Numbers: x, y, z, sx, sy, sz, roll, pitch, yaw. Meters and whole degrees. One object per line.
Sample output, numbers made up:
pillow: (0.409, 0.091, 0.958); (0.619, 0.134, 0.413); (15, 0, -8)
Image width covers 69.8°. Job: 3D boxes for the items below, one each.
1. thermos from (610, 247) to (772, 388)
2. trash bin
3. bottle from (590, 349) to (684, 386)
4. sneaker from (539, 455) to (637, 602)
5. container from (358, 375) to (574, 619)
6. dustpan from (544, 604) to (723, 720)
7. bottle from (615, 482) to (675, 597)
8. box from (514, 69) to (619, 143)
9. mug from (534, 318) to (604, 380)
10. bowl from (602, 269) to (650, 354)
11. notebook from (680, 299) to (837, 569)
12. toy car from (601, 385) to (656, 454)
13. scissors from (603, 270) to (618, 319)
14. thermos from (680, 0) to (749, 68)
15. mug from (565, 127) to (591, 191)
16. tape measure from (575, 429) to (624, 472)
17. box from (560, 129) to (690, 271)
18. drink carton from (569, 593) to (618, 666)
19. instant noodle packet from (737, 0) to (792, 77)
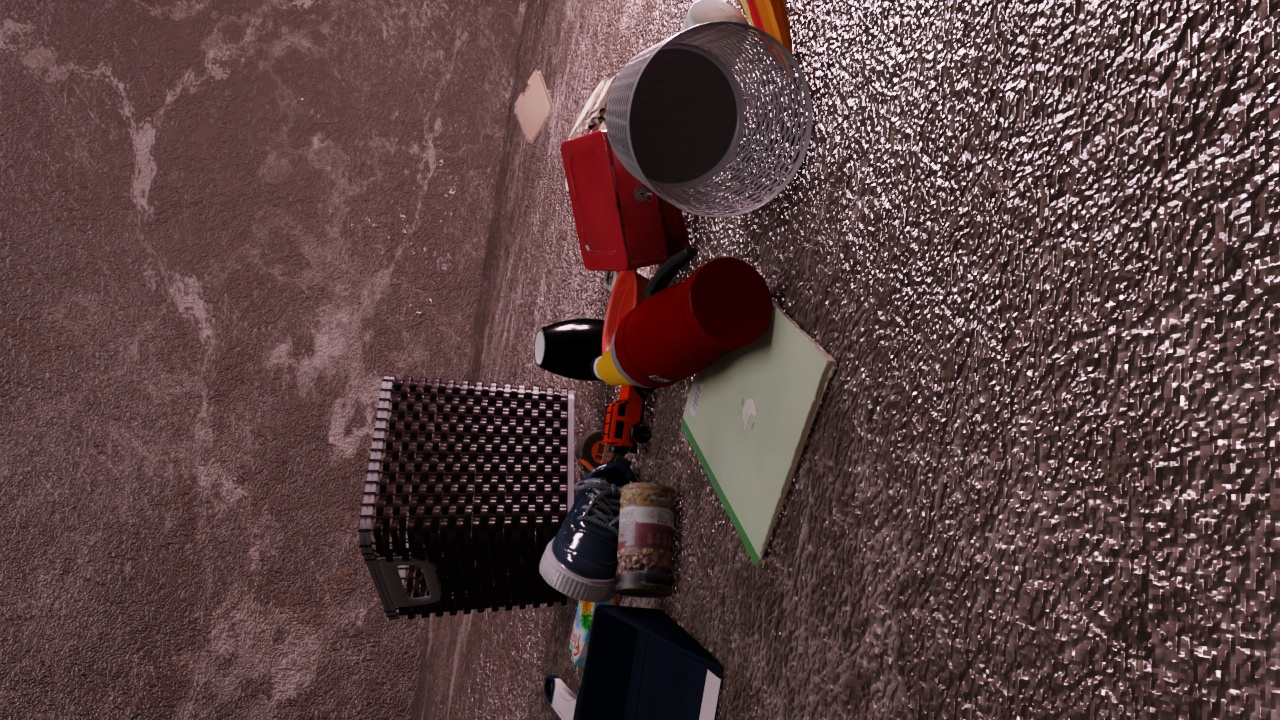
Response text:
thermos: (0.038, -0.041, 0.840); (0.199, 0.083, 0.108); (151, 111, -66)
trash bin: (0.050, -0.220, 0.839); (0.183, 0.156, 0.156); (-124, 46, -71)
bottle: (-0.006, 0.006, 1.006); (0.144, 0.043, 0.043); (-4, 75, 55)
sneaker: (-0.042, 0.172, 0.979); (0.235, 0.089, 0.087); (-71, 3, -73)
container: (-0.210, 0.181, 1.208); (0.248, 0.243, 0.245); (95, 173, -52)
dustpan: (-0.027, 0.358, 0.871); (0.273, 0.080, 0.236); (-176, 96, -73)
bottle: (0.005, 0.179, 0.913); (0.056, 0.056, 0.105); (133, 144, -61)
box: (-0.078, -0.302, 1.172); (0.105, 0.187, 0.143); (-8, 51, 57)
mug: (-0.095, -0.020, 1.260); (0.119, 0.100, 0.085); (-142, 57, -64)
bowl: (-0.006, -0.049, 1.107); (0.130, 0.045, 0.130); (-170, 91, -74)
notebook: (0.090, 0.034, 0.802); (0.252, 0.010, 0.182); (-118, 41, -65)
toy car: (-0.014, 0.058, 1.063); (0.051, 0.048, 0.100); (163, 116, -72)
scissors: (-0.035, -0.085, 1.285); (0.157, 0.012, 0.172); (-103, 29, -50)
thermos: (0.048, -0.281, 1.005); (0.231, 0.068, 0.067); (117, 157, -54)
mug: (-0.048, -0.277, 1.302); (0.121, 0.090, 0.091); (-167, 87, -74)
tape measure: (-0.050, 0.115, 1.135); (0.038, 0.058, 0.058); (168, 114, -72)
box: (-0.021, -0.182, 1.035); (0.129, 0.087, 0.158); (11, 118, 62)
drink carton: (-0.052, 0.293, 1.066); (0.044, 0.038, 0.129); (-132, 54, -70)
instant noodle packet: (0.097, -0.372, 0.857); (0.220, 0.032, 0.160); (-100, -14, -50)
